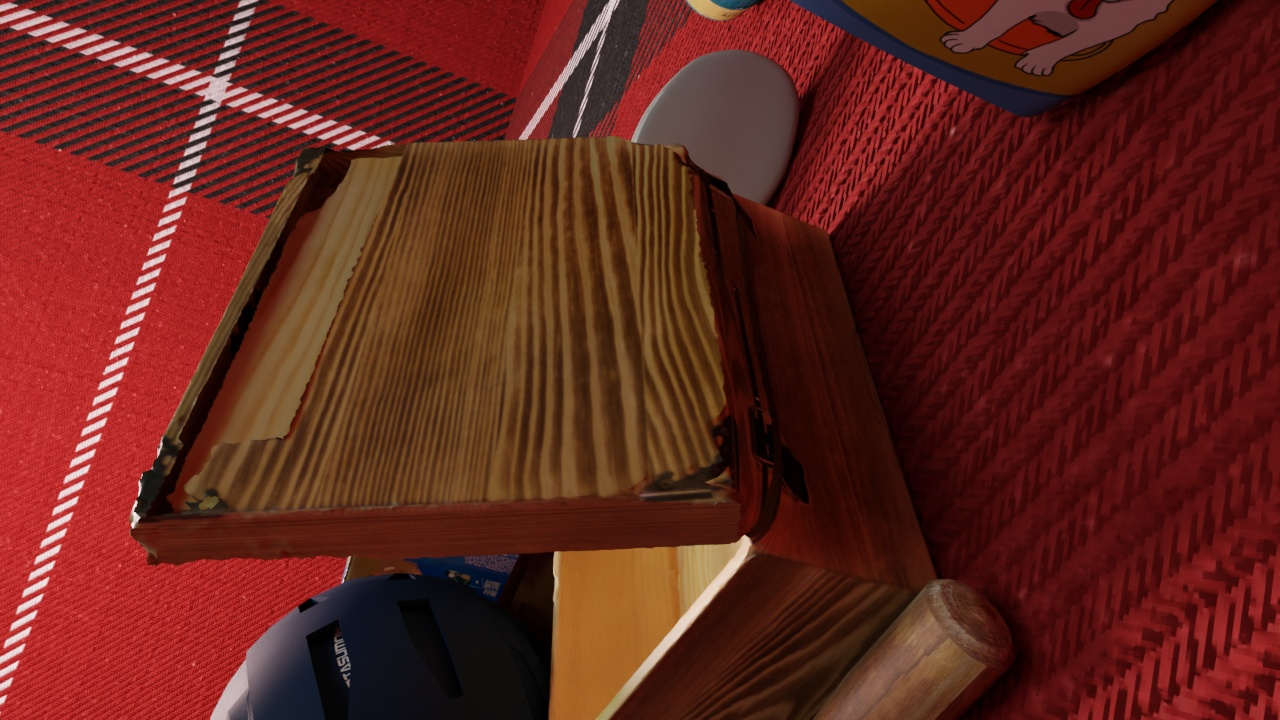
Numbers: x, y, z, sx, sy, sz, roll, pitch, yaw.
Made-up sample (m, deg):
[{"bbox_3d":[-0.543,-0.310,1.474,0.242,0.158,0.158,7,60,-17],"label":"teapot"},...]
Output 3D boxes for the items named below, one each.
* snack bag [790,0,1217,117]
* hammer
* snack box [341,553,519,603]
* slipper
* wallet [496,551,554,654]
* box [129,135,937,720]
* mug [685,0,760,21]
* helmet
[{"bbox_3d":[0.152,-0.192,0.309,0.206,0.159,0.102,-33,42,62],"label":"snack bag"},{"bbox_3d":[0.063,0.211,0.393,0.157,0.037,0.301,-102,33,-58],"label":"hammer"},{"bbox_3d":[-0.133,0.174,0.744,0.155,0.202,0.069,-144,72,-74],"label":"snack box"},{"bbox_3d":[0.032,-0.102,0.704,0.080,0.113,0.266,-56,-13,-80],"label":"slipper"},{"bbox_3d":[-0.042,0.175,0.635,0.018,0.115,0.092,-33,-28,-62],"label":"wallet"},{"bbox_3d":[-0.052,0.019,0.475,0.285,0.323,0.278,-57,21,36],"label":"box"},{"bbox_3d":[0.097,-0.362,0.794,0.113,0.083,0.107,-46,14,-11],"label":"mug"},{"bbox_3d":[-0.138,0.249,0.537,0.272,0.231,0.224,53,147,43],"label":"helmet"}]
